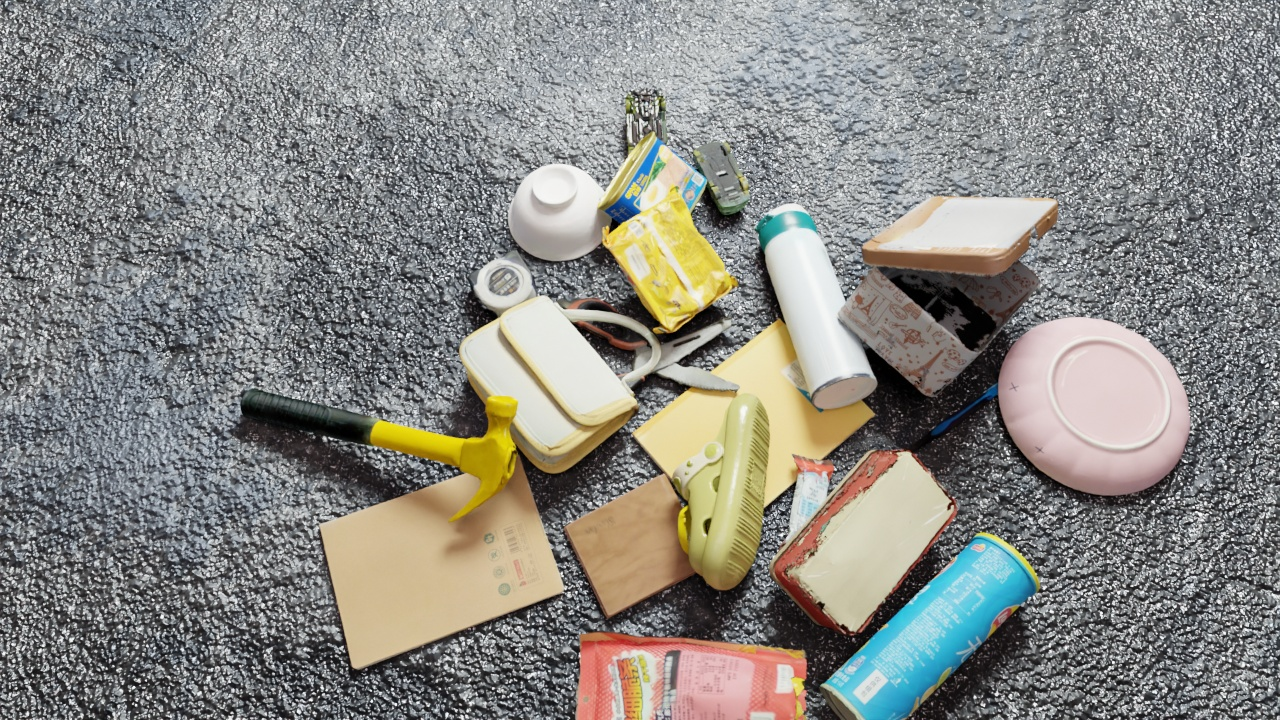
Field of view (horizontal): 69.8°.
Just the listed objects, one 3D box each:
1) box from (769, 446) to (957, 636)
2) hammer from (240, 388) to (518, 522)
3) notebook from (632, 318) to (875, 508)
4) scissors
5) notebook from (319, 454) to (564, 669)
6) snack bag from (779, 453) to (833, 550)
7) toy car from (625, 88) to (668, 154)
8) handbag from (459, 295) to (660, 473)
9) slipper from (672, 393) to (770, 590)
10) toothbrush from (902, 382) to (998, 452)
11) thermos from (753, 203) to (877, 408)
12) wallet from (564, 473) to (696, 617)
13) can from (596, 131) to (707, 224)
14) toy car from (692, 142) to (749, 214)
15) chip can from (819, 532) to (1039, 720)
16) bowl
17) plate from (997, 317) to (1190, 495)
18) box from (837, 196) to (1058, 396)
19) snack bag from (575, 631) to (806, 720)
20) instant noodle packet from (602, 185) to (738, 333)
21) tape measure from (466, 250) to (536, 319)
[{"bbox_3d":[0.208,0.163,0.844,0.168,0.078,0.091,-45,96,-16],"label":"box"},{"bbox_3d":[-0.261,0.072,0.904,0.301,0.032,0.129,12,99,16],"label":"hammer"},{"bbox_3d":[0.115,0.066,0.938,0.206,0.010,0.146,-38,71,-14],"label":"notebook"},{"bbox_3d":[-0.008,0.003,0.960,0.225,0.015,0.188,27,71,15],"label":"scissors"},{"bbox_3d":[-0.194,0.192,0.891,0.207,0.008,0.147,-19,68,-7],"label":"notebook"},{"bbox_3d":[0.162,0.143,0.892,0.048,0.026,0.104,13,74,-11],"label":"snack bag"},{"bbox_3d":[0.007,-0.265,1.070,0.048,0.032,0.105,-3,78,-1],"label":"toy car"},{"bbox_3d":[-0.072,0.003,0.926,0.178,0.063,0.163,-36,71,-15],"label":"handbag"},{"bbox_3d":[0.075,0.122,0.873,0.082,0.091,0.190,1,64,28],"label":"slipper"},{"bbox_3d":[0.318,0.062,0.936,0.189,0.016,0.014,-32,64,-15],"label":"toothbrush"},{"bbox_3d":[0.180,-0.063,0.956,0.073,0.073,0.224,-12,62,-4],"label":"thermos"},{"bbox_3d":[-0.003,0.179,0.888,0.115,0.020,0.101,-27,68,-7],"label":"wallet"},{"bbox_3d":[0.014,-0.183,1.005,0.083,0.057,0.102,36,70,-17],"label":"can"},{"bbox_3d":[0.091,-0.207,1.040,0.043,0.036,0.091,-19,69,-6],"label":"toy car"},{"bbox_3d":[0.260,0.249,0.825,0.210,0.071,0.071,-39,72,-13],"label":"chip can"},{"bbox_3d":[-0.092,-0.176,1.015,0.118,0.065,0.118,-1,67,1],"label":"bowl"},{"bbox_3d":[0.462,0.038,0.923,0.192,0.039,0.192,1,68,-2],"label":"plate"},{"bbox_3d":[0.309,-0.097,0.887,0.150,0.167,0.181,44,50,11],"label":"box"},{"bbox_3d":[0.044,0.308,0.811,0.208,0.073,0.128,-1,63,6],"label":"snack bag"},{"bbox_3d":[0.027,-0.103,0.949,0.110,0.044,0.128,-36,99,-21],"label":"instant noodle packet"},{"bbox_3d":[-0.146,-0.077,0.991,0.065,0.034,0.066,-28,67,-9],"label":"tape measure"}]
